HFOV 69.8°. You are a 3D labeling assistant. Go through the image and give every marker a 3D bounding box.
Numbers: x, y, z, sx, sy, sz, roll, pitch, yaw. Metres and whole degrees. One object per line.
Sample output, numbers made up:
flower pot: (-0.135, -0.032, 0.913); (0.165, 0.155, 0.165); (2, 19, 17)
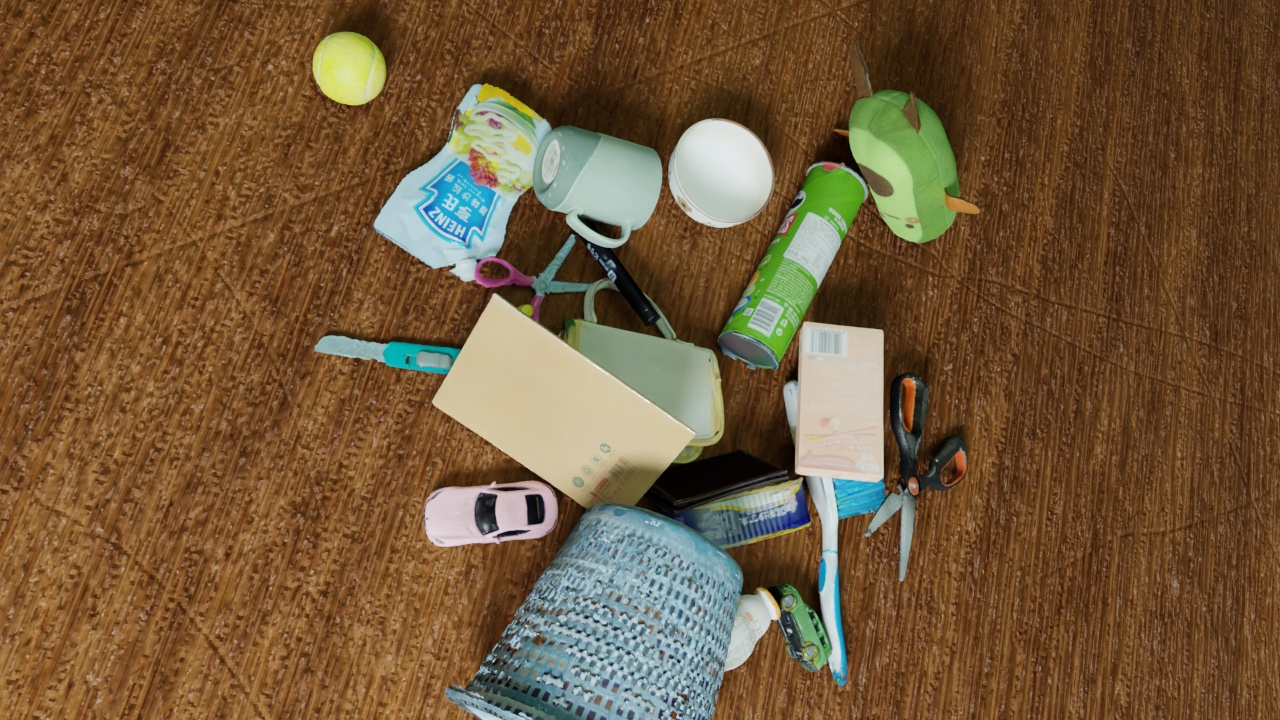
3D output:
marker: (-0.023, -0.089, 0.910); (0.022, 0.020, 0.132); (-11, 60, -54)

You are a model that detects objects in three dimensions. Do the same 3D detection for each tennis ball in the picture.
tennis ball: (-0.271, -0.272, 0.854); (0.065, 0.066, 0.065); (4, 77, -19)

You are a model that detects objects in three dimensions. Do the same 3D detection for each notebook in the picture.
notebook: (-0.073, 0.050, 0.813); (0.207, 0.148, 0.008); (35, 36, -3)

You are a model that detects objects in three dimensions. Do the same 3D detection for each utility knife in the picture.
utility knife: (-0.193, 0.000, 0.853); (0.209, 0.013, 0.029); (8, 76, -18)

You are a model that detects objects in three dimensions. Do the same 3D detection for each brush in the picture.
brush: (0.205, 0.162, 0.944); (0.109, 0.061, 0.314); (-14, 84, -16)

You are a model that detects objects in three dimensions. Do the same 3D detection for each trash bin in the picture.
trash bin: (-0.015, 0.236, 0.762); (0.226, 0.227, 0.194); (32, 64, -11)

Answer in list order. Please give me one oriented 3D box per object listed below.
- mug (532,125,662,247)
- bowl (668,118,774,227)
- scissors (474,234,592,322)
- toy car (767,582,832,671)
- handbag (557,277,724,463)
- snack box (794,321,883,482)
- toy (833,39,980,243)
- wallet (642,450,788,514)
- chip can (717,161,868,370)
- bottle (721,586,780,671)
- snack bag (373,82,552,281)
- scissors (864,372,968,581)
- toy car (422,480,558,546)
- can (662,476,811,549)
mug: (-0.044, -0.166, 0.894); (0.106, 0.082, 0.111); (8, 72, -32)
bowl: (0.078, -0.189, 0.965); (0.113, 0.062, 0.113); (4, 77, -18)
scissors: (-0.105, -0.075, 0.893); (0.128, 0.017, 0.133); (38, 73, -24)
toy car: (0.156, 0.262, 0.909); (0.036, 0.043, 0.091); (-27, 90, -20)
handbag: (-0.005, 0.005, 0.901); (0.163, 0.063, 0.178); (12, 60, -20)
snack box: (0.200, 0.040, 0.920); (0.084, 0.026, 0.157); (6, 70, -1)
toy: (0.281, -0.214, 0.982); (0.090, 0.227, 0.247); (-37, 135, 2)
wallet: (0.067, 0.114, 0.880); (0.122, 0.096, 0.020); (-13, 103, -21)
chip can: (0.163, -0.101, 0.972); (0.072, 0.072, 0.235); (34, 70, -11)
bottle: (0.082, 0.258, 0.871); (0.108, 0.063, 0.063); (-28, 89, -22)
snack bag: (-0.162, -0.172, 0.889); (0.110, 0.039, 0.190); (37, 69, -22)
scissors: (0.293, 0.119, 0.961); (0.221, 0.022, 0.220); (13, 69, -40)
toy car: (-0.135, 0.139, 0.833); (0.122, 0.037, 0.056); (-2, 78, -19)
can: (0.095, 0.151, 0.893); (0.148, 0.075, 0.049); (-10, 85, -21)
